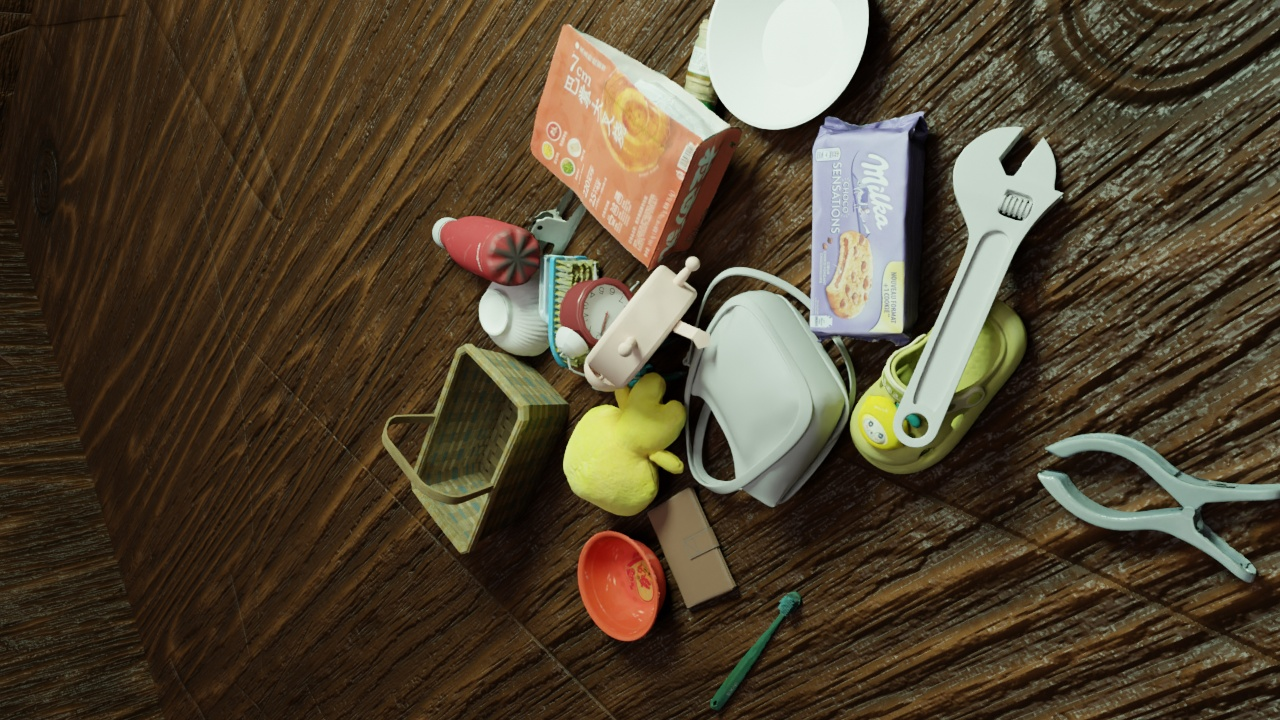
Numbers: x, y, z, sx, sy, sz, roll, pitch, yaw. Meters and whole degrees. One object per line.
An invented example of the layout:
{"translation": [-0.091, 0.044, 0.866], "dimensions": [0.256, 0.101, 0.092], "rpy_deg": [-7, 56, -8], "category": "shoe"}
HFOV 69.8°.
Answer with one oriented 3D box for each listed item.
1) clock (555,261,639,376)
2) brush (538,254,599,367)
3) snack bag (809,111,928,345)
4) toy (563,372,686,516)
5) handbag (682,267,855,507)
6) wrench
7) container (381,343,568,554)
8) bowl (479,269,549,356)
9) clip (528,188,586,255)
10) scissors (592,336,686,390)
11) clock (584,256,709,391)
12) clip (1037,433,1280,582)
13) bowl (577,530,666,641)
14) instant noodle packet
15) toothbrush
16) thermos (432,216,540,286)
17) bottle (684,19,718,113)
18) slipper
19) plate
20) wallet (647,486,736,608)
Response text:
{"translation": [-0.049, -0.042, 1.048], "dimensions": [0.044, 0.087, 0.124], "rpy_deg": [-2, 71, 57], "category": "clock"}
{"translation": [-0.092, -0.059, 1.116], "dimensions": [0.075, 0.055, 0.136], "rpy_deg": [11, 103, 45], "category": "brush"}
{"translation": [0.207, -0.118, 0.830], "dimensions": [0.096, 0.058, 0.205], "rpy_deg": [5, 96, 40], "category": "snack bag"}
{"translation": [-0.018, 0.098, 1.042], "dimensions": [0.208, 0.092, 0.133], "rpy_deg": [-48, 62, 32], "category": "toy"}
{"translation": [0.106, 0.043, 0.940], "dimensions": [0.223, 0.095, 0.215], "rpy_deg": [-58, 47, 42], "category": "handbag"}
{"translation": [0.262, -0.060, 0.753], "dimensions": [0.087, 0.018, 0.273], "rpy_deg": [24, 92, 22], "category": "wrench"}
{"translation": [-0.224, 0.115, 1.170], "dimensions": [0.157, 0.186, 0.250], "rpy_deg": [43, 122, 31], "category": "container"}
{"translation": [-0.165, -0.062, 1.179], "dimensions": [0.118, 0.062, 0.118], "rpy_deg": [6, 99, 43], "category": "bowl"}
{"translation": [-0.105, -0.163, 1.126], "dimensions": [0.057, 0.053, 0.102], "rpy_deg": [30, 122, -4], "category": "clip"}
{"translation": [-0.002, 0.013, 1.066], "dimensions": [0.150, 0.019, 0.131], "rpy_deg": [39, 119, 32], "category": "scissors"}
{"translation": [0.009, -0.027, 0.961], "dimensions": [0.086, 0.130, 0.161], "rpy_deg": [41, 159, -8], "category": "clock"}
{"translation": [0.394, 0.089, 0.700], "dimensions": [0.163, 0.027, 0.106], "rpy_deg": [25, 113, 37], "category": "clip"}
{"translation": [-0.014, 0.262, 1.089], "dimensions": [0.131, 0.045, 0.130], "rpy_deg": [6, 99, 42], "category": "bowl"}
{"translation": [-0.026, -0.225, 0.962], "dimensions": [0.221, 0.083, 0.165], "rpy_deg": [39, 134, 17], "category": "instant noodle packet"}
{"translation": [0.121, 0.317, 0.990], "dimensions": [0.016, 0.017, 0.190], "rpy_deg": [45, 123, 30], "category": "toothbrush"}
{"translation": [-0.211, -0.150, 1.186], "dimensions": [0.240, 0.073, 0.073], "rpy_deg": [25, 112, 54], "category": "thermos"}
{"translation": [0.066, -0.292, 0.949], "dimensions": [0.043, 0.043, 0.111], "rpy_deg": [31, 115, 36], "category": "bottle"}
{"translation": [0.249, 0.027, 0.794], "dimensions": [0.091, 0.081, 0.191], "rpy_deg": [50, 123, 24], "category": "slipper"}
{"translation": [0.144, -0.309, 0.875], "dimensions": [0.174, 0.036, 0.174], "rpy_deg": [6, 100, 39], "category": "plate"}
{"translation": [0.056, 0.213, 1.040], "dimensions": [0.088, 0.013, 0.121], "rpy_deg": [-38, 69, 44], "category": "wallet"}
